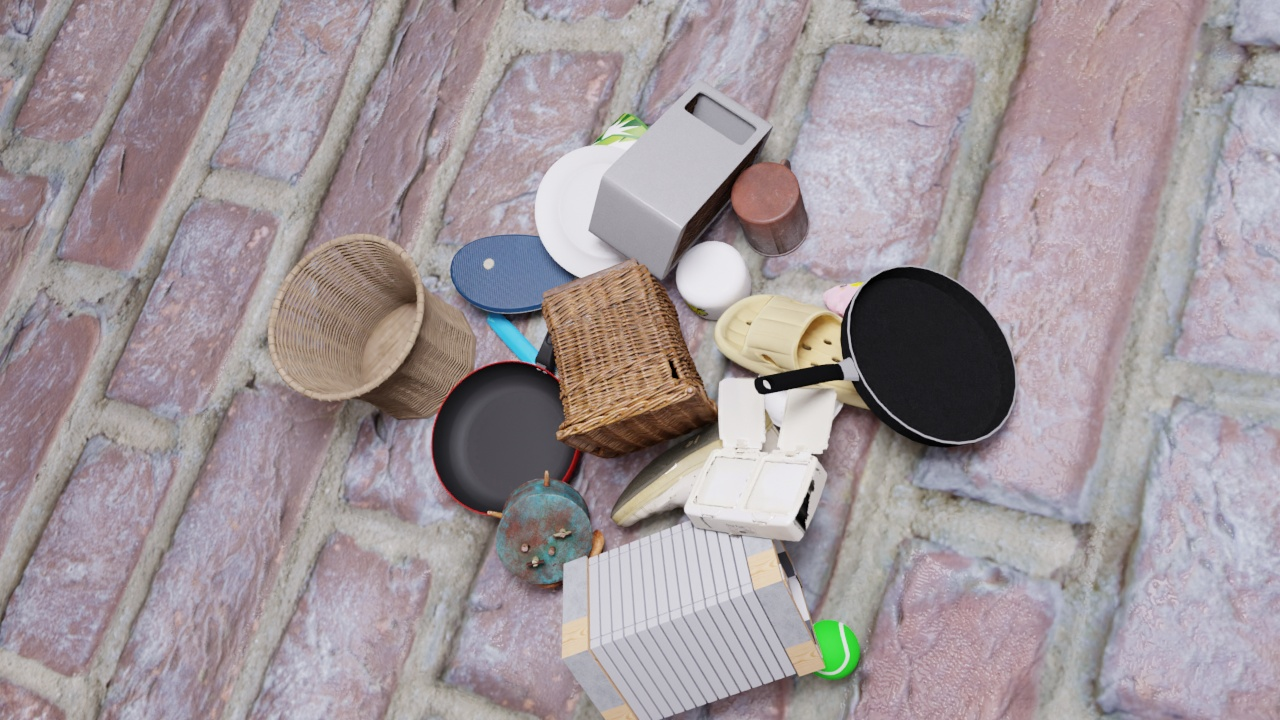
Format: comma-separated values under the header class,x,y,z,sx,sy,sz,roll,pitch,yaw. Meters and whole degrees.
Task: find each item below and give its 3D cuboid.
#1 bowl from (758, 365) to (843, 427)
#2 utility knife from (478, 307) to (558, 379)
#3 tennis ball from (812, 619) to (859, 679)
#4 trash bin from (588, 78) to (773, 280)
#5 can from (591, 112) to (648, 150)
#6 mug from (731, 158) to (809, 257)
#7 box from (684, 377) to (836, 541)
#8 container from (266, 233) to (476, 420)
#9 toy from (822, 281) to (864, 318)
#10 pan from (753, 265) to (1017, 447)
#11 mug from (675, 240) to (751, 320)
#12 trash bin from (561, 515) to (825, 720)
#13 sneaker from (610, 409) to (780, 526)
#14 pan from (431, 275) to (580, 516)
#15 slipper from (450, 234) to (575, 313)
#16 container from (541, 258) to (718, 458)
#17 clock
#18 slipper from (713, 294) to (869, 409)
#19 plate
class,x,y,z,sx,sy,sz,roll,pitch,yaw
bowl,0.200,0.046,1.146,0.110,0.040,0.109,-6,61,10
utility knife,-0.180,-0.034,1.304,0.031,0.015,0.196,-44,71,0
tennis ball,0.216,0.329,1.044,0.065,0.065,0.065,-5,72,15
trash bin,0.052,-0.234,1.177,0.114,0.115,0.228,35,59,8
can,-0.043,-0.272,1.299,0.144,0.083,0.083,-44,66,0
mug,0.175,-0.212,1.202,0.096,0.110,0.122,13,78,15
box,0.132,0.108,1.016,0.146,0.065,0.185,-3,67,38
container,-0.354,-0.030,1.258,0.227,0.196,0.226,-5,72,15
toy,0.275,-0.072,1.143,0.102,0.093,0.050,-4,106,20
pan,0.275,0.004,1.040,0.355,0.034,0.225,-10,70,-24
mug,0.089,-0.112,1.217,0.115,0.068,0.094,37,87,23
trash bin,0.055,0.285,1.033,0.247,0.142,0.142,-22,29,9
sneaker,0.077,0.153,1.139,0.242,0.088,0.102,-34,99,19
pan,-0.146,0.039,1.240,0.209,0.067,0.356,23,82,19
slipper,-0.117,-0.129,1.294,0.295,0.060,0.118,-11,76,0
container,-0.015,0.003,1.103,0.162,0.250,0.183,-20,76,7
clock,-0.110,0.228,1.153,0.121,0.073,0.157,-35,103,6
slipper,0.212,-0.023,1.112,0.262,0.079,0.111,24,67,23
plate,-0.046,-0.200,1.234,0.188,0.016,0.188,1,85,-13
